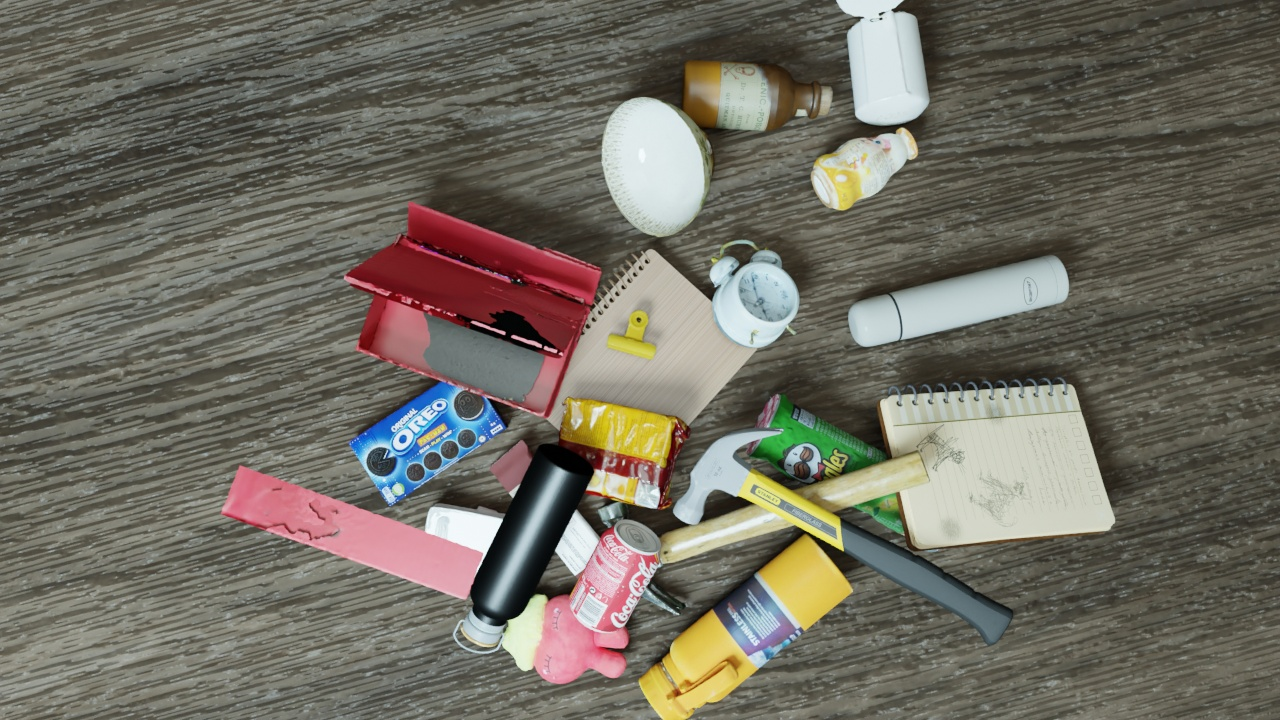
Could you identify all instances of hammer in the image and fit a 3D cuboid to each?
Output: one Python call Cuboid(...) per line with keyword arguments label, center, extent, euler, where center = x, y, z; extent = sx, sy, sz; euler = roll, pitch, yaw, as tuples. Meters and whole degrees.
Cuboid(label="hammer", center=(0.199, 0.170, 0.878), extent=(0.324, 0.029, 0.127), euler=(28, 101, 11))
Cuboid(label="hammer", center=(0.125, 0.160, 0.927), extent=(0.331, 0.033, 0.132), euler=(-21, 88, 17))

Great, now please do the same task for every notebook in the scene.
Cuboid(label="notebook", center=(-0.006, 0.006, 0.982), extent=(0.169, 0.022, 0.210), euler=(42, 88, 1))
Cuboid(label="notebook", center=(0.361, 0.101, 0.937), extent=(0.225, 0.024, 0.167), euler=(-3, 70, -13))

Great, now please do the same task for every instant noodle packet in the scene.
Cuboid(label="instant noodle packet", center=(-0.022, 0.094, 0.936), extent=(0.135, 0.039, 0.098), euler=(11, 95, 18))

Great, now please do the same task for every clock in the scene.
Cuboid(label="clock", center=(0.117, -0.072, 0.963), extent=(0.083, 0.057, 0.117), euler=(-13, 74, -20))

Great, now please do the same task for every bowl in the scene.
Cuboid(label="bowl", center=(0.030, -0.207, 0.956), extent=(0.063, 0.146, 0.145), euler=(-27, 87, -39))

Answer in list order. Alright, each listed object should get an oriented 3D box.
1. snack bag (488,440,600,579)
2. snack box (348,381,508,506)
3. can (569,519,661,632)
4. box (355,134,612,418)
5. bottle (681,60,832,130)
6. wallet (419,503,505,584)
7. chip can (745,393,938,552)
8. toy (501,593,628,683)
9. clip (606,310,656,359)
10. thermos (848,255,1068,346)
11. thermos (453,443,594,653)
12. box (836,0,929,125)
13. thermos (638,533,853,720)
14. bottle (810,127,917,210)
Cuboid(label="snack bag", center=(-0.093, 0.160, 0.972), extent=(0.057, 0.013, 0.158), euler=(-41, 88, 25))
Cuboid(label="snack box", center=(-0.224, 0.079, 0.975), extent=(0.150, 0.027, 0.082), euler=(-35, 89, -2))
Cuboid(label="can", center=(-0.025, 0.218, 0.926), extent=(0.064, 0.064, 0.105), euler=(27, 110, 1))
Cuboid(label="box", center=(-0.112, -0.197, 0.877), extent=(0.215, 0.141, 0.511), euler=(20, 104, 1))
Cuboid(label="bottle", center=(0.123, -0.279, 0.973), extent=(0.157, 0.068, 0.068), euler=(3, 87, 0))
Cuboid(label="wallet", center=(-0.172, 0.197, 0.972), extent=(0.116, 0.032, 0.086), euler=(15, 98, -2))
Cuboid(label="chip can", center=(0.223, 0.118, 0.954), extent=(0.223, 0.075, 0.075), euler=(29, 87, 0))
Cuboid(label="toy", center=(-0.078, 0.292, 0.958), extent=(0.135, 0.045, 0.091), euler=(14, 89, 6))
Cuboid(label="clip", center=(-0.006, -0.027, 0.965), extent=(0.054, 0.044, 0.049), euler=(15, 54, 0))
Cuboid(label="thermos", center=(0.333, -0.061, 0.972), extent=(0.224, 0.052, 0.052), euler=(-13, 88, -1))
Cuboid(label="thermos", center=(-0.123, 0.198, 0.922), extent=(0.061, 0.061, 0.231), euler=(27, 101, 1))
Cuboid(label="box", center=(0.248, -0.324, 0.942), extent=(0.083, 0.143, 0.137), euler=(-9, 84, 26))
Cuboid(label="thermos", center=(0.104, 0.277, 0.937), extent=(0.232, 0.091, 0.076), euler=(-38, 69, -2))
Cuboid(label="bottle", center=(0.238, -0.206, 0.972), extent=(0.109, 0.063, 0.063), euler=(-28, 88, 0))
